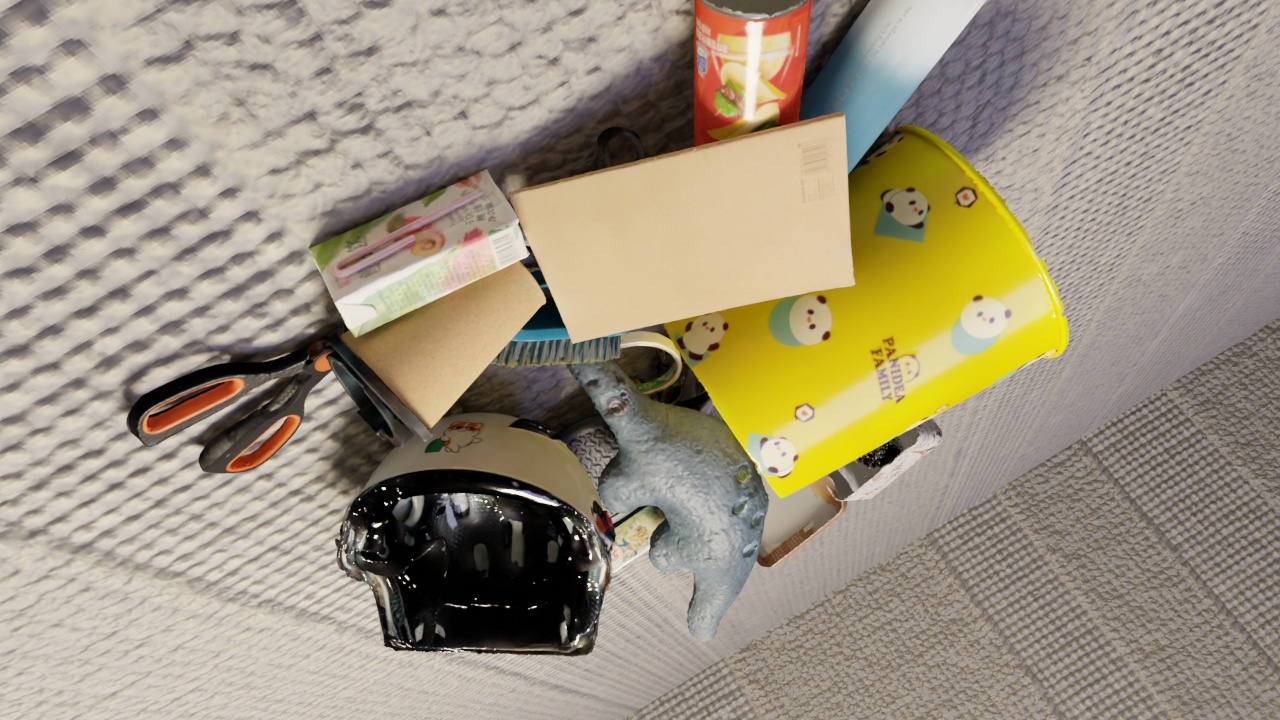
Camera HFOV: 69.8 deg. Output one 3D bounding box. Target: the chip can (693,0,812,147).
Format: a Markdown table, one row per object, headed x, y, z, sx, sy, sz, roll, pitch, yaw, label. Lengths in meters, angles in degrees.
| x | y | z | sx | sy | sz | roll | pitch | yaw | label |
| --- | --- | --- | --- | --- | --- | --- | --- | --- | --- |
| 0.069 | -0.149 | 0.600 | 0.073 | 0.073 | 0.217 | -24 | 146 | -16 | chip can |

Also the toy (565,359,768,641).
| x | y | z | sx | sy | sz | roll | pitch | yaw | label |
| --- | --- | --- | --- | --- | --- | --- | --- | --- | --- |
| 0.043 | 0.122 | 0.855 | 0.138 | 0.091 | 0.356 | -20 | 115 | 15 | toy |

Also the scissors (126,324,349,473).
| x | y | z | sx | sy | sz | roll | pitch | yaw | label |
| --- | --- | --- | --- | --- | --- | --- | --- | --- | --- |
| -0.236 | 0.009 | 0.639 | 0.224 | 0.021 | 0.205 | -19 | 151 | -34 | scissors |

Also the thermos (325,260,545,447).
| x | y | z | sx | sy | sz | roll | pitch | yaw | label |
| --- | --- | --- | --- | --- | --- | --- | --- | --- | --- |
| -0.135 | -0.015 | 0.612 | 0.143 | 0.093 | 0.093 | -43 | 156 | -13 | thermos |

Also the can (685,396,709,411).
| x | y | z | sx | sy | sz | roll | pitch | yaw | label |
| --- | --- | --- | --- | --- | --- | --- | --- | --- | --- |
| 0.087 | 0.076 | 1.035 | 0.111 | 0.075 | 0.075 | -19 | 151 | -25 | can |

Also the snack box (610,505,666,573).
| x | y | z | sx | sy | sz | roll | pitch | yaw | label |
| --- | --- | --- | --- | --- | --- | --- | --- | --- | --- |
| -0.041 | 0.178 | 1.002 | 0.182 | 0.046 | 0.177 | -34 | -169 | 6 | snack box |

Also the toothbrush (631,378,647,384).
| x | y | z | sx | sy | sz | roll | pitch | yaw | label |
| --- | --- | --- | --- | --- | --- | --- | --- | --- | --- |
| -0.049 | 0.081 | 0.966 | 0.016 | 0.015 | 0.191 | -10 | 147 | -49 | toothbrush |

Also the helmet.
| x | y | z | sx | sy | sz | roll | pitch | yaw | label |
| --- | --- | --- | --- | --- | --- | --- | --- | --- | --- |
| -0.131 | 0.139 | 0.804 | 0.230 | 0.156 | 0.274 | -2 | 130 | 5 | helmet |

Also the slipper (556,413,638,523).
| x | y | z | sx | sy | sz | roll | pitch | yaw | label |
| --- | --- | --- | --- | --- | --- | --- | --- | --- | --- |
| -0.087 | 0.128 | 0.936 | 0.269 | 0.083 | 0.110 | -37 | 110 | 17 | slipper |

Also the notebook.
| x | y | z | sx | sy | sz | roll | pitch | yaw | label |
| --- | --- | --- | --- | --- | --- | --- | --- | --- | --- |
| 0.036 | -0.081 | 0.614 | 0.211 | 0.012 | 0.150 | -12 | 141 | 6 | notebook |

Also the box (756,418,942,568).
| x | y | z | sx | sy | sz | roll | pitch | yaw | label |
| --- | --- | --- | --- | --- | --- | --- | --- | --- | --- |
| 0.198 | 0.104 | 1.090 | 0.261 | 0.177 | 0.082 | -46 | 150 | 24 | box |

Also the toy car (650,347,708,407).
| x | y | z | sx | sy | sz | roll | pitch | yaw | label |
| --- | --- | --- | --- | --- | --- | --- | --- | --- | --- |
| 0.050 | 0.013 | 0.929 | 0.070 | 0.042 | 0.158 | -23 | 155 | -16 | toy car |

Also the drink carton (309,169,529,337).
| x | y | z | sx | sy | sz | roll | pitch | yaw | label |
| --- | --- | --- | --- | --- | --- | --- | --- | --- | --- |
| -0.136 | -0.068 | 0.569 | 0.122 | 0.053 | 0.046 | -26 | 149 | -11 | drink carton |

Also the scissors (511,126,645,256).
| x | y | z | sx | sy | sz | roll | pitch | yaw | label |
| --- | --- | --- | --- | --- | --- | --- | --- | --- | --- |
| -0.023 | -0.087 | 0.659 | 0.159 | 0.014 | 0.181 | -13 | 135 | -17 | scissors |

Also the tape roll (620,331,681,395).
| x | y | z | sx | sy | sz | roll | pitch | yaw | label |
| --- | --- | --- | --- | --- | --- | --- | --- | --- | --- |
| -0.005 | 0.005 | 0.846 | 0.086 | 0.013 | 0.086 | -4 | 144 | -3 | tape roll |

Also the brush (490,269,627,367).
| x | y | z | sx | sy | sz | roll | pitch | yaw | label |
| --- | --- | --- | --- | --- | --- | --- | --- | --- | --- |
| -0.065 | -0.035 | 0.707 | 0.143 | 0.055 | 0.074 | -5 | 121 | -42 | brush |

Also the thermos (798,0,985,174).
| x | y | z | sx | sy | sz | roll | pitch | yaw | label |
| --- | --- | --- | --- | --- | --- | --- | --- | --- | --- |
| 0.156 | -0.193 | 0.655 | 0.070 | 0.070 | 0.221 | -6 | 144 | -42 | thermos |

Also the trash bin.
| x | y | z | sx | sy | sz | roll | pitch | yaw | label |
| --- | --- | --- | --- | --- | --- | --- | --- | --- | --- |
| 0.174 | -0.028 | 0.772 | 0.255 | 0.229 | 0.229 | -34 | 154 | 4 | trash bin |

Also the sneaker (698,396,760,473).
| x | y | z | sx | sy | sz | roll | pitch | yaw | label |
| --- | --- | --- | --- | --- | --- | --- | --- | --- | --- |
| 0.127 | 0.043 | 0.976 | 0.242 | 0.089 | 0.091 | -53 | 170 | -7 | sneaker |
